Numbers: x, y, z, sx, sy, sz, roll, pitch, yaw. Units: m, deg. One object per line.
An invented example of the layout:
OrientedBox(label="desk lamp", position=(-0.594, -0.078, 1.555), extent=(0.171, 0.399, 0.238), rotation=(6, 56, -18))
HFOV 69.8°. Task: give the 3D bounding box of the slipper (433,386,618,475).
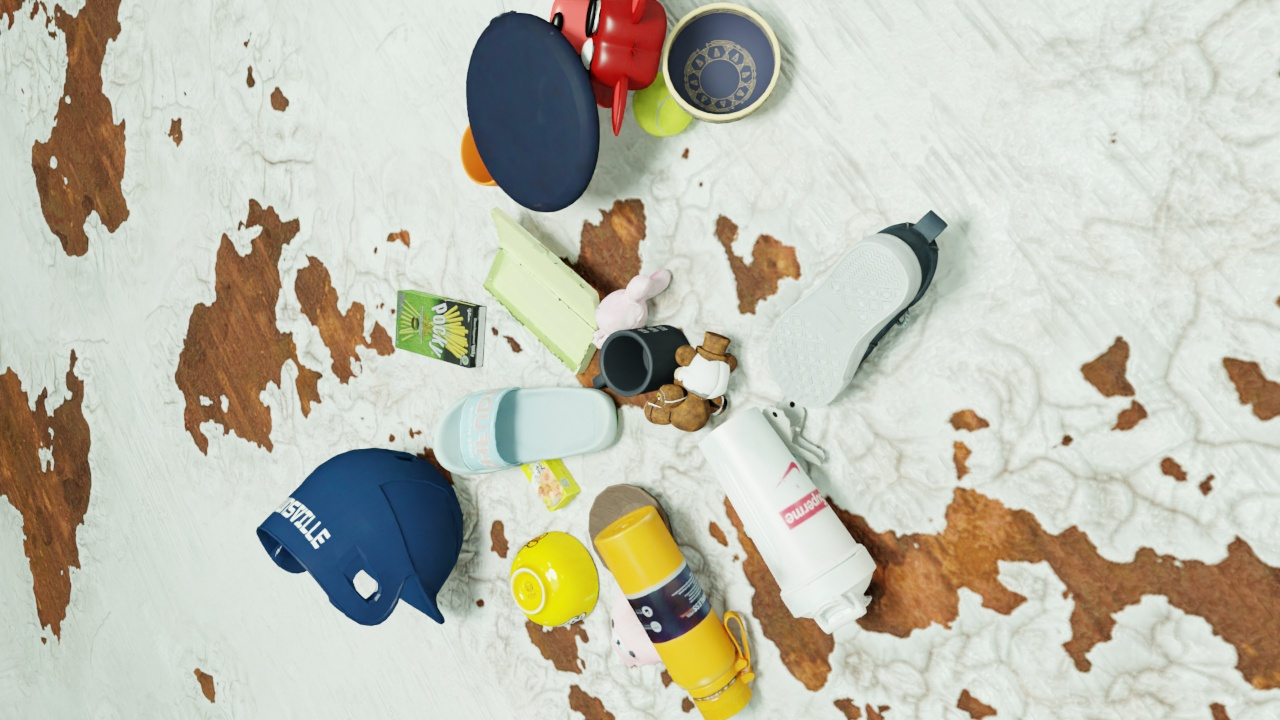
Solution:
OrientedBox(label="slipper", position=(-0.145, 0.078, 1.093), extent=(0.246, 0.074, 0.104), rotation=(-8, 81, 21))

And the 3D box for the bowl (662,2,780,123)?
OrientedBox(label="bowl", position=(0.079, -0.285, 0.906), extent=(0.112, 0.061, 0.112), rotation=(0, 89, 4))

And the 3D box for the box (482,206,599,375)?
OrientedBox(label="box", position=(-0.115, -0.086, 1.095), extent=(0.188, 0.047, 0.141), rotation=(40, 142, 26))

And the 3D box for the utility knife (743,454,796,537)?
OrientedBox(label="utility knife", position=(0.140, 0.134, 0.956), extent=(0.022, 0.015, 0.124), rotation=(33, 112, 23))

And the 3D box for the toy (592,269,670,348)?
OrientedBox(label="toy", position=(-0.014, -0.059, 1.012), extent=(0.110, 0.063, 0.047), rotation=(-46, 68, 28))

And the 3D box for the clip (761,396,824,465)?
OrientedBox(label="clip", position=(0.147, 0.065, 0.936), extent=(0.102, 0.040, 0.054), rotation=(20, 121, 38))

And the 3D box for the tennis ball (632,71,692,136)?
OrientedBox(label="tennis ball", position=(0.024, -0.266, 0.953), extent=(0.065, 0.065, 0.065), rotation=(6, 100, 36))

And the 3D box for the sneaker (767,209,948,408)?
OrientedBox(label="sneaker", position=(0.197, -0.044, 0.849), extent=(0.089, 0.087, 0.236), rotation=(47, 143, 12))

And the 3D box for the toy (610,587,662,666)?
OrientedBox(label="toy", position=(-0.006, 0.321, 1.068), extent=(0.099, 0.052, 0.096), rotation=(51, 135, 23))

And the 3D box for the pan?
OrientedBox(label="pan", position=(-0.134, -0.322, 0.916), extent=(0.199, 0.021, 0.356), rotation=(2, 110, 47))

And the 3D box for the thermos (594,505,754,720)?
OrientedBox(label="thermos", position=(0.045, 0.272, 0.985), extent=(0.092, 0.076, 0.232), rotation=(-28, 93, 29))

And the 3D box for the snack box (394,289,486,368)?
OrientedBox(label="snack box", position=(-0.269, -0.044, 1.227), extent=(0.148, 0.025, 0.080), rotation=(14, 104, 35))

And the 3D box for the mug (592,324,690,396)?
OrientedBox(label="mug", position=(-0.006, 0.006, 1.006), extent=(0.105, 0.077, 0.071), rotation=(-29, 79, 36))

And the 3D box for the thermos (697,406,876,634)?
OrientedBox(label="thermos", position=(0.142, 0.156, 0.898), extent=(0.100, 0.099, 0.220), rotation=(-41, 75, 33))

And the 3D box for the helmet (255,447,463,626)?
OrientedBox(label="helmet", position=(-0.336, 0.238, 1.208), extent=(0.233, 0.222, 0.272), rotation=(12, 133, 45))

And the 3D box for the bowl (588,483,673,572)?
OrientedBox(label="bowl", position=(-0.006, 0.197, 1.061), extent=(0.118, 0.030, 0.118), rotation=(6, 100, 35))

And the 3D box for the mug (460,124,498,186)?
OrientedBox(label="mug", position=(-0.143, -0.256, 1.060), extent=(0.078, 0.095, 0.113), rotation=(28, 112, 31))

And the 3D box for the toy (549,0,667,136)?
OrientedBox(label="toy", position=(-0.033, -0.328, 0.914), extent=(0.197, 0.120, 0.159), rotation=(-109, 31, -57))

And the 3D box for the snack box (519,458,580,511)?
OrientedBox(label="snack box", position=(-0.133, 0.117, 1.146), extent=(0.040, 0.028, 0.148), rotation=(-48, 69, 30))

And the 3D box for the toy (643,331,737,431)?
OrientedBox(label="toy", position=(0.059, 0.024, 0.960), extent=(0.067, 0.087, 0.113), rotation=(34, 110, 54))

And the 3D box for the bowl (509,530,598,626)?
OrientedBox(label="bowl", position=(-0.117, 0.275, 1.132), extent=(0.117, 0.067, 0.117), rotation=(5, 99, 36))
